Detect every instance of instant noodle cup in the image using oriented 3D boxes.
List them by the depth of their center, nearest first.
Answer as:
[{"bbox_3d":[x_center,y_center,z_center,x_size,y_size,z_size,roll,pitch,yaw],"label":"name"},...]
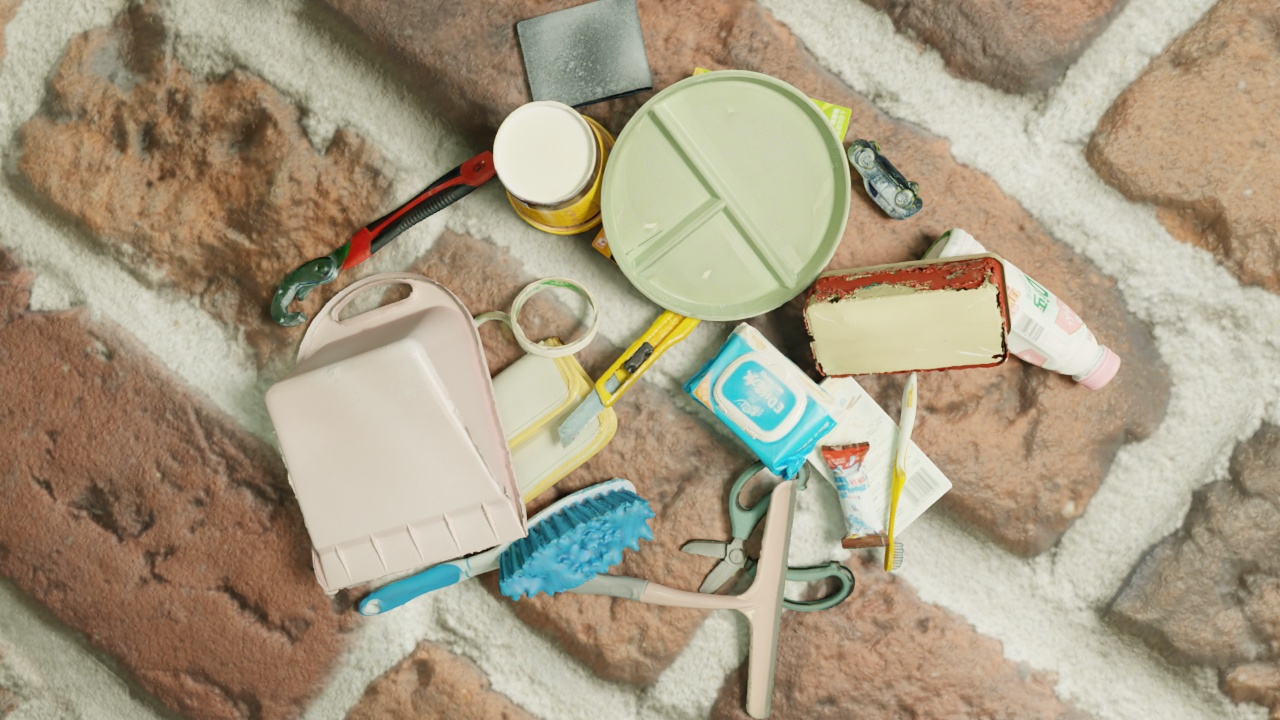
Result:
[{"bbox_3d":[-0.079,-0.182,0.855,0.118,0.114,0.118,0,92,5],"label":"instant noodle cup"}]

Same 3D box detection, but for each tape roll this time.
[{"bbox_3d":[-0.083,-0.042,0.889,0.086,0.014,0.085,0,61,1],"label":"tape roll"}]

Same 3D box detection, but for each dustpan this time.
[{"bbox_3d":[-0.232,0.058,0.890,0.223,0.138,0.273,-15,104,12],"label":"dustpan"}]

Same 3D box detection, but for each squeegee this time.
[{"bbox_3d":[0.015,0.224,0.891,0.250,0.040,0.248,6,101,9],"label":"squeegee"}]

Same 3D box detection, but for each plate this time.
[{"bbox_3d":[0.077,-0.147,0.842,0.230,0.027,0.230,-2,112,-5],"label":"plate"}]

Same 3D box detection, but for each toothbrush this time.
[{"bbox_3d":[0.247,0.105,0.860,0.018,0.016,0.191,6,93,-7],"label":"toothbrush"}]

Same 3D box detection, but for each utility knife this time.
[{"bbox_3d":[-0.005,0.005,0.870,0.033,0.015,0.208,43,74,4],"label":"utility knife"}]

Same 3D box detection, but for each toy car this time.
[{"bbox_3d":[0.230,-0.171,0.869,0.090,0.042,0.034,47,128,-3],"label":"toy car"}]

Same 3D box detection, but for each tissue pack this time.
[{"bbox_3d":[0.115,0.037,0.854,0.090,0.063,0.140,-48,63,4],"label":"tissue pack"}]

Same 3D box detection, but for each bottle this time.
[{"bbox_3d":[0.351,-0.043,0.851,0.197,0.068,0.068,34,94,-1],"label":"bottle"}]

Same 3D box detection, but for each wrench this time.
[{"bbox_3d":[-0.257,-0.125,0.914,0.273,0.016,0.056,-35,62,2],"label":"wrench"}]

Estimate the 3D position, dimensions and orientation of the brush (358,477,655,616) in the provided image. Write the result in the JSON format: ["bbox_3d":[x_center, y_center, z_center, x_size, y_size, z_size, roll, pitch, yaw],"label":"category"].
[{"bbox_3d":[-0.136,0.199,0.892,0.314,0.109,0.060,-28,115,-2],"label":"brush"}]

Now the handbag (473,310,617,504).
[{"bbox_3d":[-0.132,0.044,0.897,0.163,0.063,0.178,-36,85,3],"label":"handbag"}]

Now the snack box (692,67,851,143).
[{"bbox_3d":[0.115,-0.218,0.883,0.156,0.026,0.086,17,93,4],"label":"snack box"}]

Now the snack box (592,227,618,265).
[{"bbox_3d":[0.027,-0.150,0.877,0.075,0.026,0.154,37,106,-1],"label":"snack box"}]

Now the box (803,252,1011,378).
[{"bbox_3d":[0.235,-0.036,0.815,0.169,0.075,0.091,-5,120,26],"label":"box"}]

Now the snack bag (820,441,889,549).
[{"bbox_3d":[0.201,0.126,0.859,0.048,0.026,0.104,-9,92,19],"label":"snack bag"}]

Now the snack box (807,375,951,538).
[{"bbox_3d":[0.214,0.090,0.883,0.085,0.027,0.157,-43,88,5],"label":"snack box"}]

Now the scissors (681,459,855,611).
[{"bbox_3d":[0.137,0.185,0.893,0.181,0.019,0.170,37,100,1],"label":"scissors"}]

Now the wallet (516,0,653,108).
[{"bbox_3d":[-0.055,-0.300,0.899,0.121,0.019,0.097,-12,89,6],"label":"wallet"}]
